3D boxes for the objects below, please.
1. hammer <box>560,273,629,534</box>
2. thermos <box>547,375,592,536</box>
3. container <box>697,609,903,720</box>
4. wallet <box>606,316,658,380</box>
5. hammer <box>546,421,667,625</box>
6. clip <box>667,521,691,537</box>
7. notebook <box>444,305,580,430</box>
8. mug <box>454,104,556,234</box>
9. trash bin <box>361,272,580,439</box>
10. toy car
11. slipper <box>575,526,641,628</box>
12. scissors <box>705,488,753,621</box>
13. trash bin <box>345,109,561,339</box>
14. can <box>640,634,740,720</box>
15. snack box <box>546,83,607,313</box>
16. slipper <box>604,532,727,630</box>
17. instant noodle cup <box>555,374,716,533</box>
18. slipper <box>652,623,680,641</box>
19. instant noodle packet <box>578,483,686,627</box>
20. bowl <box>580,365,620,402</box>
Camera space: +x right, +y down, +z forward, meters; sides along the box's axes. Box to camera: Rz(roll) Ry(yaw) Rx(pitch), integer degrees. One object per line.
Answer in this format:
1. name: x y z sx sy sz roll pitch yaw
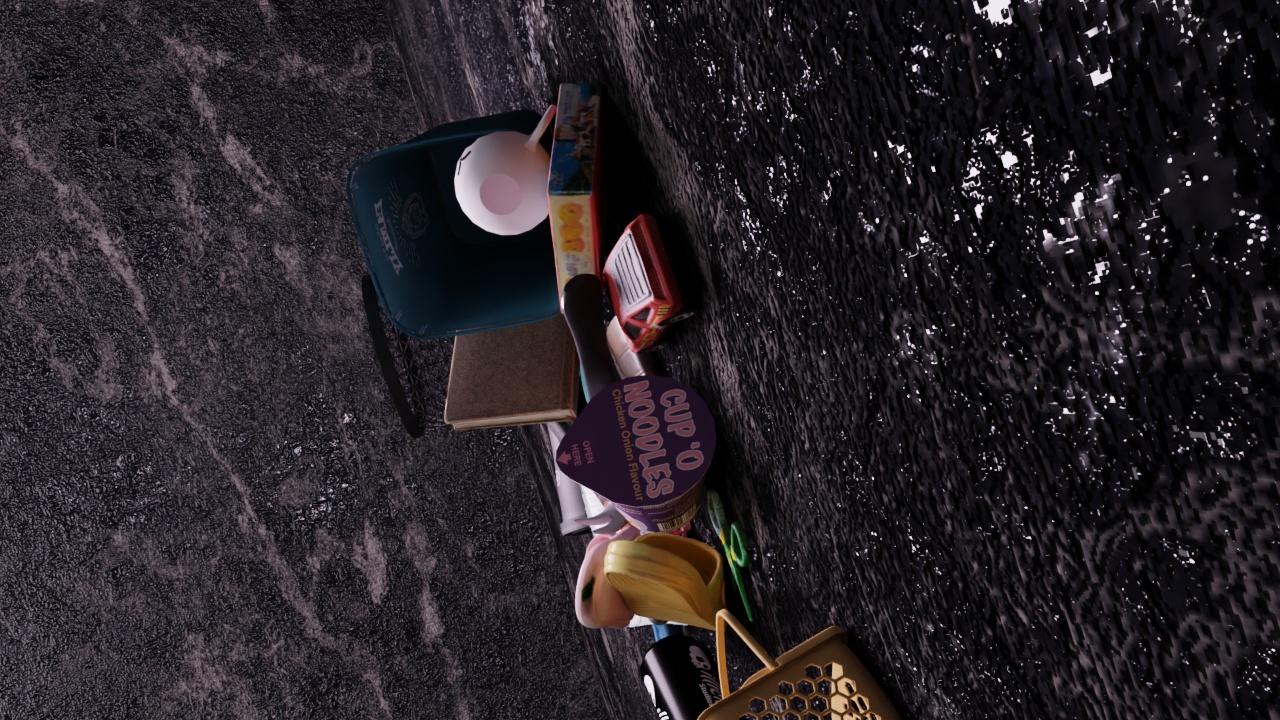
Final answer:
1. hammer: -0.033 0.048 0.850 0.029 0.124 0.311 24 144 30
2. thermos: -0.079 0.136 1.276 0.106 0.105 0.218 117 140 -72
3. container: 0.099 0.281 0.636 0.167 0.129 0.184 42 149 49
4. wallet: -0.006 0.005 0.940 0.121 0.027 0.098 133 116 -76
5. hammer: -0.046 0.154 1.089 0.333 0.033 0.133 53 149 15
6. clip: 0.043 0.178 0.986 0.058 0.050 0.023 6 -119 -57
7. notebook: -0.115 -0.024 1.015 0.034 0.190 0.215 63 -154 -56
8. mug: -0.109 -0.170 0.806 0.124 0.090 0.076 -53 15 22
9. trash bin: -0.202 -0.039 1.180 0.217 0.243 0.217 162 91 -83
10. toy car: 0.001 -0.058 0.768 0.189 0.056 0.081 121 132 -77
11. slipper: -0.033 0.223 0.944 0.221 0.056 0.106 46 -127 -76
12. scissors: 0.080 0.171 0.827 0.130 0.012 0.116 85 165 -49
13. trash bin: -0.168 -0.162 0.974 0.218 0.199 0.197 -87 -13 -64
14. can: 0.059 0.395 1.062 0.146 0.080 0.080 -124 21 -52
15. snack box: -0.052 -0.139 0.800 0.143 0.040 0.144 90 -179 -51
16. slipper: 0.033 0.203 0.873 0.263 0.099 0.078 63 -139 -61
17. instant noodle cup: 0.003 0.097 0.821 0.122 0.137 0.121 75 -179 -59
18. slipper: 0.010 0.337 1.247 0.104 0.059 0.213 137 114 -74
19. instant noodle packet: -0.015 0.202 1.150 0.147 0.057 0.269 -19 89 49
20. bowl: -0.027 0.051 1.040 0.121 0.046 0.121 162 90 -77
